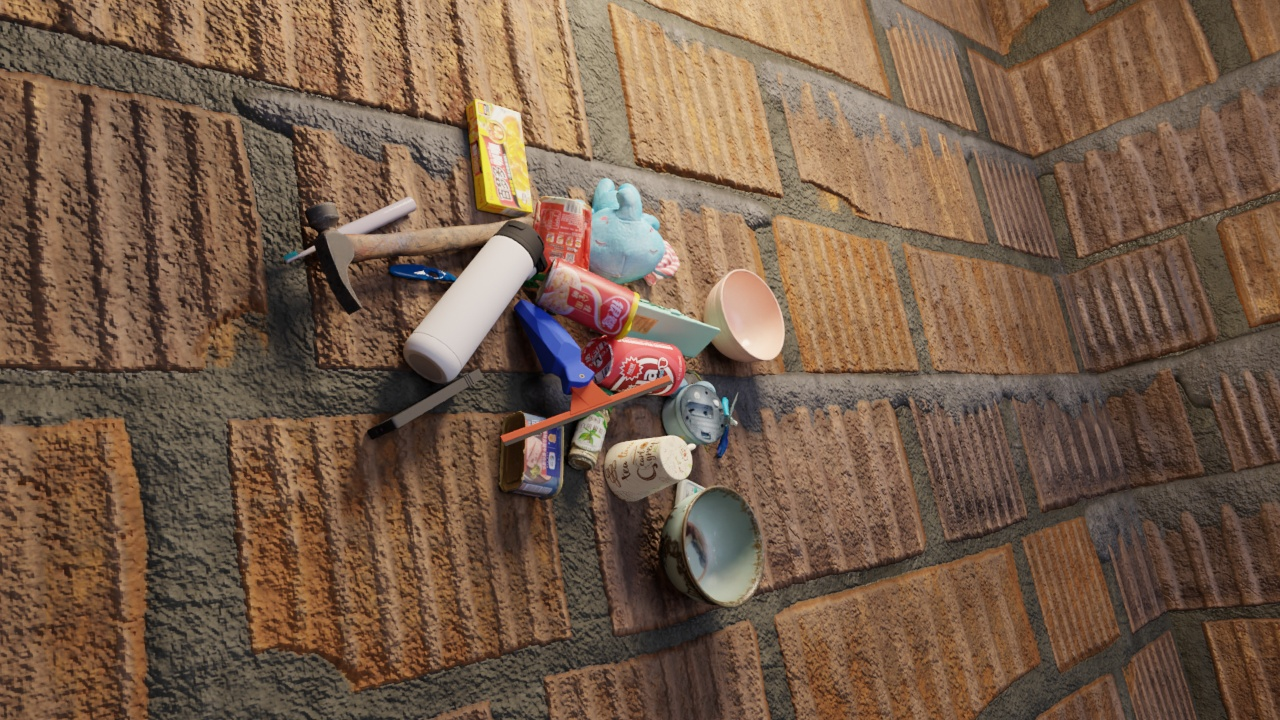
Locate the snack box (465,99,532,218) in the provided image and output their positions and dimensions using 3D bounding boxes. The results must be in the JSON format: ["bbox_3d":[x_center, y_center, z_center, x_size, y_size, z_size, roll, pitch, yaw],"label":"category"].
[{"bbox_3d":[-0.189,-0.268,1.225,0.075,0.025,0.152,5,70,-44],"label":"snack box"}]

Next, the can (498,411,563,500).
[{"bbox_3d":[-0.132,0.115,1.109,0.059,0.054,0.099,17,62,-39],"label":"can"}]

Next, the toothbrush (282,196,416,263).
[{"bbox_3d":[-0.328,-0.147,1.044,0.187,0.018,0.019,-40,105,-46],"label":"toothbrush"}]

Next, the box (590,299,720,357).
[{"bbox_3d":[0.025,-0.059,1.308,0.188,0.092,0.077,17,64,-40],"label":"box"}]

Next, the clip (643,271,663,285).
[{"bbox_3d":[0.006,-0.135,1.373,0.060,0.044,0.023,29,47,0],"label":"clip"}]

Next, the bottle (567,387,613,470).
[{"bbox_3d":[-0.065,0.089,1.196,0.042,0.043,0.109,37,52,-29],"label":"bottle"}]

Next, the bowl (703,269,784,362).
[{"bbox_3d":[0.151,-0.061,1.445,0.153,0.076,0.152,20,60,-40],"label":"bowl"}]

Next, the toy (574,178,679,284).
[{"bbox_3d":[-0.027,-0.192,1.293,0.183,0.115,0.180,10,59,-14],"label":"toy"}]

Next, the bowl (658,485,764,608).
[{"bbox_3d":[0.081,0.254,1.234,0.159,0.094,0.159,19,62,-39],"label":"bowl"}]

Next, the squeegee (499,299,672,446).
[{"bbox_3d":[-0.104,-0.010,1.144,0.248,0.055,0.184,-19,56,-34],"label":"squeegee"}]

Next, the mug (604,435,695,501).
[{"bbox_3d":[0.027,0.135,1.226,0.121,0.097,0.081,-14,84,-47],"label":"mug"}]

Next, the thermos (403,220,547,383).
[{"bbox_3d":[-0.190,-0.068,1.104,0.229,0.068,0.101,-58,159,-30],"label":"thermos"}]

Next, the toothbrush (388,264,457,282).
[{"bbox_3d":[-0.243,-0.102,1.111,0.132,0.016,0.021,7,58,-44],"label":"toothbrush"}]

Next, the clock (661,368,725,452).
[{"bbox_3d":[0.075,0.069,1.332,0.088,0.052,0.124,11,64,-37],"label":"clock"}]

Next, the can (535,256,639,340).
[{"bbox_3d":[-0.068,-0.079,1.181,0.124,0.067,0.066,24,56,-14],"label":"can"}]

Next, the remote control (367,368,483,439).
[{"bbox_3d":[-0.239,0.048,1.026,0.133,0.058,0.013,-35,99,-45],"label":"remote control"}]

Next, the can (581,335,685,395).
[{"bbox_3d":[-0.007,0.007,1.259,0.142,0.075,0.074,8,69,-43],"label":"can"}]

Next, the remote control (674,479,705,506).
[{"bbox_3d":[0.099,0.216,1.321,0.133,0.022,0.050,31,54,-33],"label":"remote control"}]

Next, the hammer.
[{"bbox_3d":[-0.240,-0.136,1.100,0.329,0.033,0.120,-18,90,-53],"label":"hammer"}]

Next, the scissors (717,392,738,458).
[{"bbox_3d":[0.129,0.098,1.349,0.014,0.130,0.117,7,90,-8],"label":"scissors"}]

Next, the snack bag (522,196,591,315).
[{"bbox_3d":[-0.108,-0.136,1.217,0.087,0.044,0.155,7,88,-17],"label":"snack bag"}]
